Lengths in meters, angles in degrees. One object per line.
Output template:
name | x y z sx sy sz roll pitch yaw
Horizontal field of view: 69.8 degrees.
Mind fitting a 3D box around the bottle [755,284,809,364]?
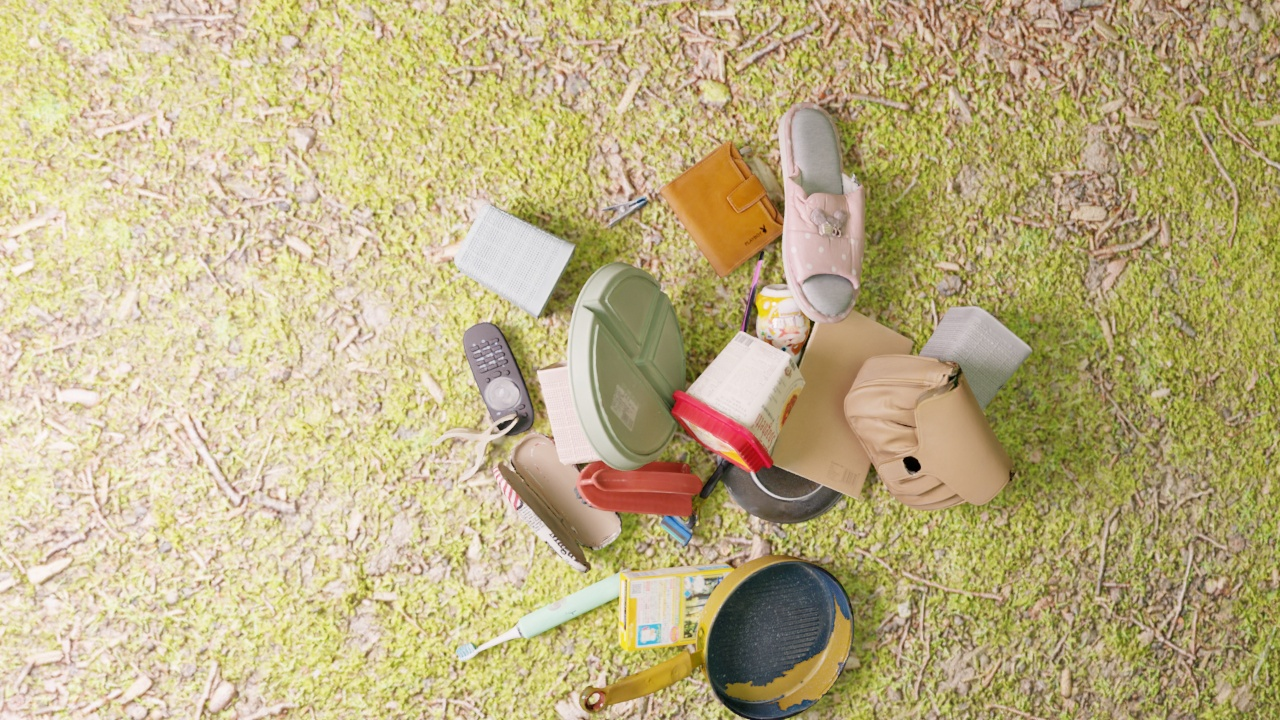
bottle | 0.170 -0.035 1.095 0.063 0.063 0.108 -6 106 -9

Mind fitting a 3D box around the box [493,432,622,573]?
box | -0.095 0.164 1.046 0.075 0.085 0.162 -36 100 19

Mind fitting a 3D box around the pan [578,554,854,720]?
pan | 0.092 0.335 1.043 0.356 0.078 0.198 -5 99 -20

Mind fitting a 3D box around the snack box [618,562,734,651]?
snack box | 0.044 0.289 1.080 0.140 0.034 0.087 0 95 -19

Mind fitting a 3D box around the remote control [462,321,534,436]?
remote control | -0.164 0.021 1.063 0.053 0.024 0.136 -21 97 -3

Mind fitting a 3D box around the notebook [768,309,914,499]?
notebook | 0.244 0.048 1.107 0.149 0.012 0.211 24 84 -26

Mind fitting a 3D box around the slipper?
slipper | 0.215 -0.178 1.073 0.114 0.055 0.274 4 76 -28

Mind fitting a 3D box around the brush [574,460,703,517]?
brush | -0.004 0.143 1.044 0.145 0.069 0.063 8 69 -27

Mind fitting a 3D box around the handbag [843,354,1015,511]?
handbag | 0.328 0.090 1.061 0.204 0.148 0.099 54 46 -21

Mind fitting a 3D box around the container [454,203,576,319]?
container | -0.143 -0.113 1.034 0.111 0.090 0.090 28 86 -5

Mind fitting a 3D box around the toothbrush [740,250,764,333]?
toothbrush | 0.128 -0.039 1.108 0.017 0.014 0.189 14 92 -18

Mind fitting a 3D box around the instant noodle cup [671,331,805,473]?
instant noodle cup | 0.117 0.045 1.041 0.117 0.116 0.124 29 78 35

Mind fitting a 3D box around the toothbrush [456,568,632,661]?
toothbrush | -0.109 0.301 1.076 0.224 0.026 0.027 -23 114 -7

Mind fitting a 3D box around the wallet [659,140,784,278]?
wallet | 0.106 -0.185 1.100 0.119 0.035 0.130 -37 99 -3

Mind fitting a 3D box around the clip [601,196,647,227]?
clip | -0.016 -0.177 1.084 0.057 0.024 0.028 -25 91 -4

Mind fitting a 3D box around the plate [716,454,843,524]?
plate | 0.182 0.113 1.118 0.179 0.024 0.179 0 91 -8

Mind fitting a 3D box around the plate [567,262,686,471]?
plate | -0.006 0.006 1.003 0.028 0.229 0.230 -4 92 30

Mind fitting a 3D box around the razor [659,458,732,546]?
razor | 0.080 0.153 1.100 0.043 0.022 0.143 36 93 19

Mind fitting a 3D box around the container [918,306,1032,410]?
container | 0.392 0.006 1.117 0.090 0.090 0.114 38 89 -7

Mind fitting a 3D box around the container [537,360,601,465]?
container | -0.056 0.054 1.041 0.090 0.090 0.111 -9 96 12

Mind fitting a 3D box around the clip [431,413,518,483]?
clip | -0.186 0.103 1.050 0.099 0.035 0.098 -4 97 1
